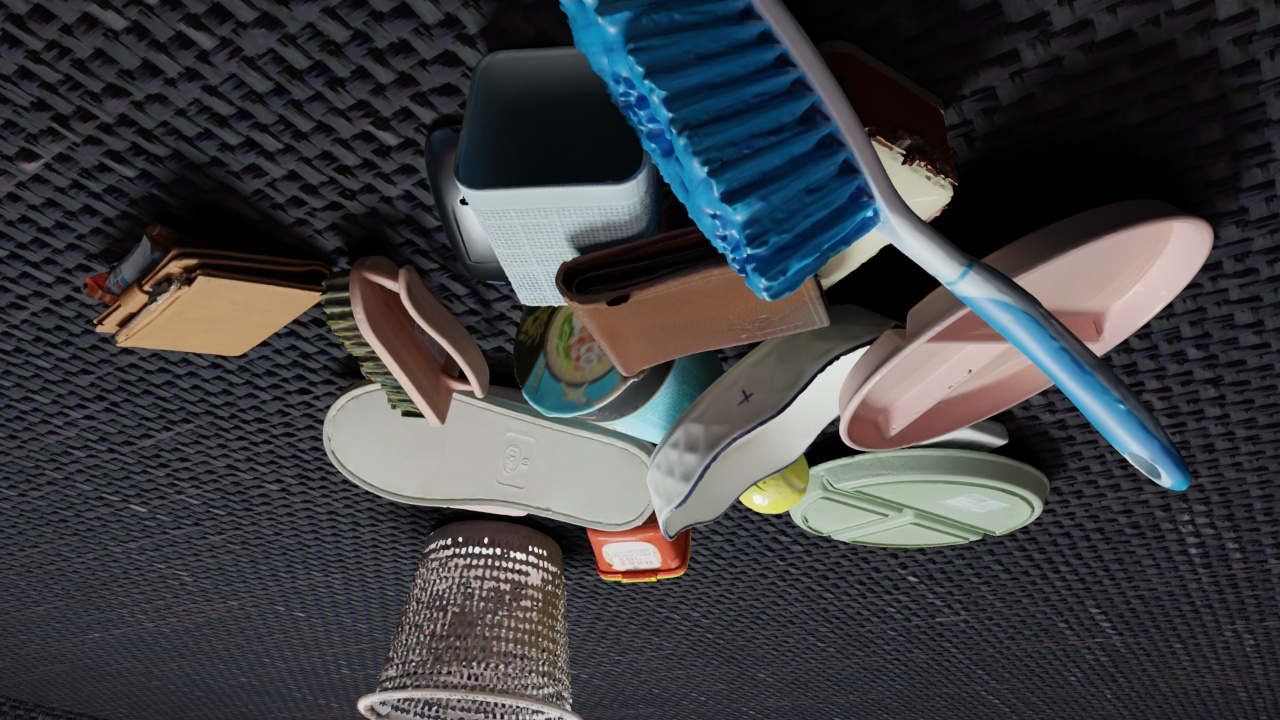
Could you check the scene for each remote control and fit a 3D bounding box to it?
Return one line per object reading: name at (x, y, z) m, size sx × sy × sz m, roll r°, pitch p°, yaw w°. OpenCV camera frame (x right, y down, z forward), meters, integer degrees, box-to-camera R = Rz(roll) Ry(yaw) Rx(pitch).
remote control at (0.225, 0.052, 0.722) m, size 0.125 × 0.024 × 0.049 m, roll 16°, pitch 147°, yaw -20°
remote control at (-0.094, -0.082, 0.546) m, size 0.053 × 0.024 × 0.137 m, roll 1°, pitch 148°, yaw 6°

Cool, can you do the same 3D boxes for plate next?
plate at (0.242, 0.129, 0.818) m, size 0.230 × 0.027 × 0.230 m, roll 2°, pitch 155°, yaw 1°
plate at (0.085, 0.037, 0.603) m, size 0.204 × 0.045 × 0.205 m, roll -35°, pitch 161°, yaw -14°
plate at (0.217, -0.015, 0.540) m, size 0.229 × 0.028 × 0.230 m, roll -19°, pitch 154°, yaw -10°

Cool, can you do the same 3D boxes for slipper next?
slipper at (-0.115, 0.071, 0.729) m, size 0.274 × 0.054 × 0.114 m, roll 9°, pitch 106°, yaw 4°

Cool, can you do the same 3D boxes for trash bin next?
trash bin at (-0.165, 0.284, 0.971) m, size 0.227 × 0.191 × 0.228 m, roll 3°, pitch 148°, yaw 1°

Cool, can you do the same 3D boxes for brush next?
brush at (-0.156, -0.017, 0.622) m, size 0.073 × 0.063 × 0.146 m, roll 0°, pitch 146°, yaw 14°
brush at (0.093, -0.053, 0.376) m, size 0.109 × 0.314 × 0.060 m, roll -33°, pitch 175°, yaw -9°

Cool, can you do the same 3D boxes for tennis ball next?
tennis ball at (0.107, 0.095, 0.764) m, size 0.065 × 0.065 × 0.066 m, roll 3°, pitch 148°, yaw 2°

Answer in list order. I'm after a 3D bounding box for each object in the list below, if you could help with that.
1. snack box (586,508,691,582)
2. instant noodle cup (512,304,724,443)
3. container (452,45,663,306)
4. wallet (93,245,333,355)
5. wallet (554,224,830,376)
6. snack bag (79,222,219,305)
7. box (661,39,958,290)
snack box at (-0.003, 0.161, 0.871) m, size 0.091 × 0.081 × 0.080 m, roll -6°, pitch 136°, yaw 14°
instant noodle cup at (-0.004, 0.004, 0.603) m, size 0.111 × 0.111 × 0.120 m, roll -16°, pitch 150°, yaw 28°
container at (-0.033, -0.088, 0.473) m, size 0.090 × 0.089 × 0.111 m, roll 0°, pitch 150°, yaw 8°
wallet at (-0.283, -0.036, 0.609) m, size 0.132 × 0.031 × 0.107 m, roll -25°, pitch 161°, yaw 37°
wallet at (0.030, -0.029, 0.465) m, size 0.125 × 0.032 × 0.101 m, roll -13°, pitch 155°, yaw 16°
snack bag at (-0.325, -0.060, 0.607) m, size 0.104 × 0.026 × 0.048 m, roll -21°, pitch 149°, yaw 33°
box at (0.080, -0.075, 0.490) m, size 0.091 × 0.076 × 0.169 m, roll 21°, pitch 145°, yaw -25°
